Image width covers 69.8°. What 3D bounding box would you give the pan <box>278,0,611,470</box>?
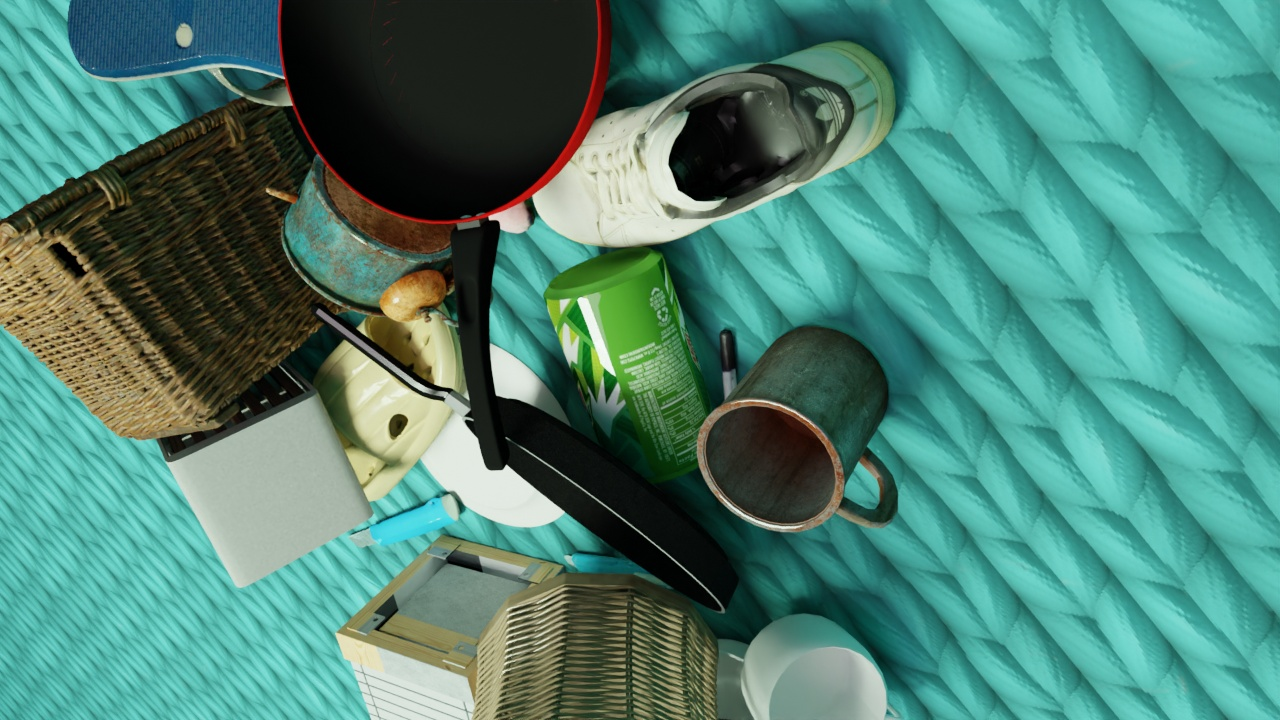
[{"bbox_3d":[-0.103,-0.114,0.542,0.209,0.067,0.356,-5,100,21],"label":"pan"}]

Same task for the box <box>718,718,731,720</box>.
[{"bbox_3d":[0.080,0.377,0.744,0.146,0.065,0.185,-15,88,35],"label":"box"}]

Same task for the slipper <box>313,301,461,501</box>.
[{"bbox_3d":[-0.227,0.042,0.768,0.111,0.079,0.262,53,135,17],"label":"slipper"}]

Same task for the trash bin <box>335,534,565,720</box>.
[{"bbox_3d":[-0.147,0.315,0.850,0.143,0.142,0.247,7,120,28],"label":"trash bin"}]

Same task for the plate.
[{"bbox_3d":[-0.136,0.068,0.781,0.189,0.016,0.189,15,123,24],"label":"plate"}]

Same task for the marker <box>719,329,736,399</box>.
[{"bbox_3d":[0.067,0.048,0.649,0.011,0.011,0.152,7,120,28],"label":"marker"}]

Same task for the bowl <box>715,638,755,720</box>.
[{"bbox_3d":[0.078,0.264,0.748,0.110,0.040,0.110,14,123,23],"label":"bowl"}]

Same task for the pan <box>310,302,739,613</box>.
[{"bbox_3d":[-0.080,0.060,0.646,0.356,0.034,0.226,37,165,-1],"label":"pan"}]

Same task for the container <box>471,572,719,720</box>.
[{"bbox_3d":[-0.031,0.282,0.629,0.227,0.195,0.227,0,120,0],"label":"container"}]

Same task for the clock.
[{"bbox_3d":[-0.176,-0.080,0.656,0.157,0.121,0.074,41,126,-4],"label":"clock"}]

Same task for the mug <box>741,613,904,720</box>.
[{"bbox_3d":[0.134,0.239,0.665,0.115,0.068,0.094,18,91,-10],"label":"mug"}]

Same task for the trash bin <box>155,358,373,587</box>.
[{"bbox_3d":[-0.335,0.074,0.784,0.229,0.114,0.114,22,134,54],"label":"trash bin"}]

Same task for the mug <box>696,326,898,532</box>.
[{"bbox_3d":[0.109,0.048,0.562,0.123,0.110,0.097,40,135,5],"label":"mug"}]

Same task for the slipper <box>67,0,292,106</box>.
[{"bbox_3d":[-0.258,-0.238,0.636,0.295,0.060,0.118,1,93,13],"label":"slipper"}]

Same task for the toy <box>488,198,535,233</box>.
[{"bbox_3d":[-0.119,-0.135,0.630,0.093,0.050,0.102,5,123,19],"label":"toy"}]

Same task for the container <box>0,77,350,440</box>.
[{"bbox_3d":[-0.343,-0.068,0.693,0.163,0.249,0.183,-9,119,35],"label":"container"}]

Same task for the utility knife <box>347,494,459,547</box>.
[{"bbox_3d":[-0.234,0.161,0.897,0.196,0.015,0.031,-23,100,38],"label":"utility knife"}]

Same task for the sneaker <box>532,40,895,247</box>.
[{"bbox_3d":[0.020,-0.108,0.527,0.242,0.102,0.089,-13,109,37],"label":"sneaker"}]

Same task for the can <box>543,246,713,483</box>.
[{"bbox_3d":[-0.004,0.004,0.619,0.083,0.082,0.144,-6,113,34],"label":"can"}]

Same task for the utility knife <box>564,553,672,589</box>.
[{"bbox_3d":[-0.019,0.174,0.774,0.118,0.015,0.022,3,111,33],"label":"utility knife"}]
